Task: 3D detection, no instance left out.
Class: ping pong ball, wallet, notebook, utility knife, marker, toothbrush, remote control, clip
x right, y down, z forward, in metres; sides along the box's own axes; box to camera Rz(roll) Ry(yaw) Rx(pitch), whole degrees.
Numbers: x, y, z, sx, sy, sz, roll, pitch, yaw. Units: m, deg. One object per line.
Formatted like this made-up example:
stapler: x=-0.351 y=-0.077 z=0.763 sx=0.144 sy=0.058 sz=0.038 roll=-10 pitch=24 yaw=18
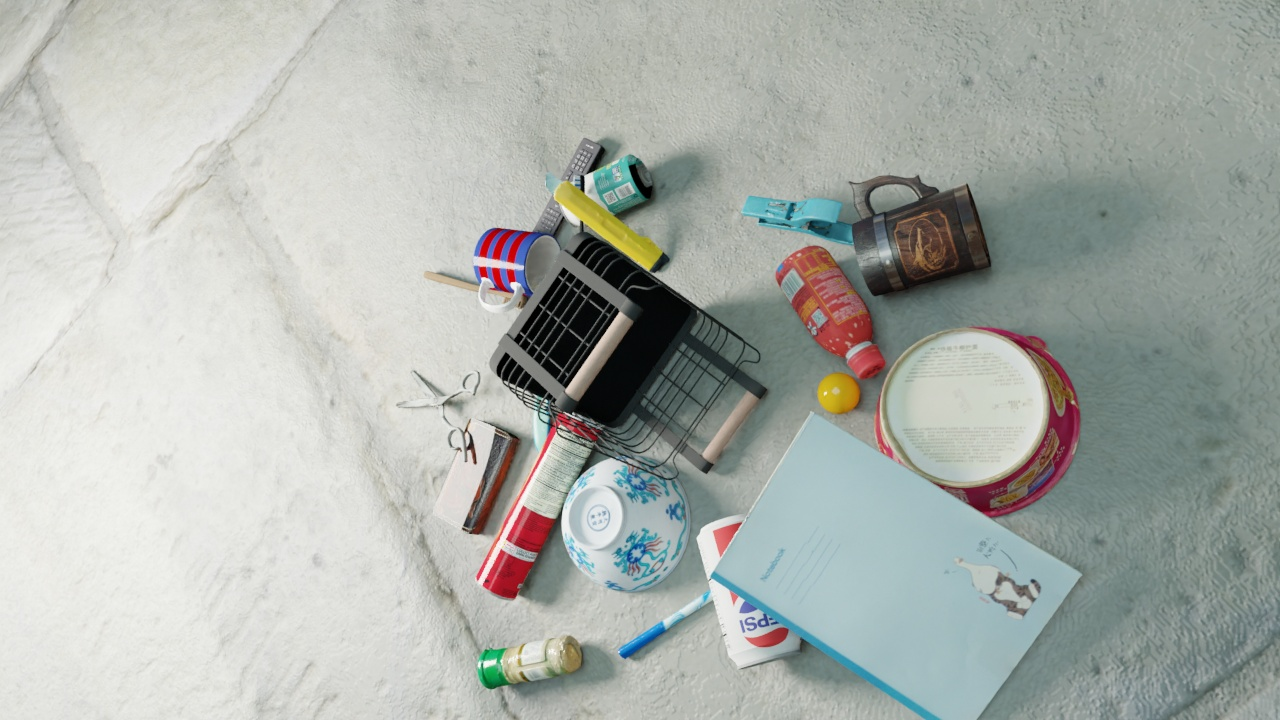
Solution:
ping pong ball: x=0.191 y=0.031 z=0.883 sx=0.040 sy=0.040 sz=0.040 roll=-8 pitch=73 yaw=26
wallet: x=-0.192 y=0.135 z=1.072 sx=0.072 sy=0.019 sz=0.123 roll=20 pitch=86 yaw=35
notebook: x=0.210 y=0.184 z=0.786 sx=0.253 sy=0.009 sz=0.181 roll=31 pitch=103 yaw=10
utility knife: x=-0.039 y=-0.154 z=1.020 sx=0.165 sy=0.017 sz=0.030 roll=37 pitch=87 yaw=-10
marker: x=0.035 y=0.260 z=0.922 sx=0.142 sy=0.013 sz=0.013 roll=-37 pitch=63 yaw=15
toothbrush: x=-0.069 y=-0.125 z=1.042 sx=0.014 sy=0.014 sz=0.168 roll=-1 pitch=102 yaw=-8
toothbrush: x=-0.209 y=-0.089 z=1.142 sx=0.167 sy=0.016 sz=0.016 roll=16 pitch=84 yaw=30
remote control: x=-0.087 y=-0.202 z=1.107 sx=0.032 sy=0.015 sz=0.136 roll=32 pitch=95 yaw=31
clip: x=0.180 y=-0.139 z=0.944 sx=0.130 sy=0.121 sz=0.031 roll=12 pitch=85 yaw=61
toothbrush: x=-0.111 y=0.041 z=1.055 sx=0.022 sy=0.017 sz=0.135 roll=-4 pitch=75 yaw=26

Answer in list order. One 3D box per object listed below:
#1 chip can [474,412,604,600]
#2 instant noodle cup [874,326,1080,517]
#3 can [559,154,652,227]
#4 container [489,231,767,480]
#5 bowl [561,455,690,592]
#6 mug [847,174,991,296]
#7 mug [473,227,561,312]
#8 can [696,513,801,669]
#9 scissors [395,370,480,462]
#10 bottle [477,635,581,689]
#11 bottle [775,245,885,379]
chip can: x=-0.111 y=0.156 z=1.005 sx=0.052 sy=0.051 sz=0.214 roll=27 pitch=91 yaw=31
instant noodle cup: x=0.287 y=0.046 z=0.807 sx=0.179 sy=0.077 sz=0.178 roll=-8 pitch=73 yaw=26
can: x=-0.040 y=-0.194 z=1.057 sx=0.102 sy=0.055 sz=0.055 roll=-21 pitch=68 yaw=22
container: x=-0.005 y=0.005 z=0.886 sx=0.130 sy=0.241 sz=0.163 roll=39 pitch=96 yaw=40
bowl: x=-0.029 y=0.164 z=0.945 sx=0.144 sy=0.074 sz=0.143 roll=-8 pitch=73 yaw=26
mug: x=0.257 y=-0.128 z=0.860 sx=0.107 sy=0.079 sz=0.116 roll=-16 pitch=92 yaw=25
mug: x=-0.152 y=-0.101 z=1.071 sx=0.076 sy=0.075 sz=0.111 roll=11 pitch=57 yaw=30
can: x=0.102 y=0.216 z=0.864 sx=0.070 sy=0.070 sz=0.132 roll=-24 pitch=67 yaw=21
scissors: x=-0.245 y=0.064 z=1.111 sx=0.142 sy=0.014 sz=0.161 roll=-27 pitch=59 yaw=26
bottle: x=-0.118 y=0.318 z=0.971 sx=0.111 sy=0.043 sz=0.043 roll=-18 pitch=69 yaw=22
bottle: x=0.189 y=-0.044 z=0.892 sx=0.062 sy=0.062 sz=0.137 roll=-35 pitch=63 yaw=16
